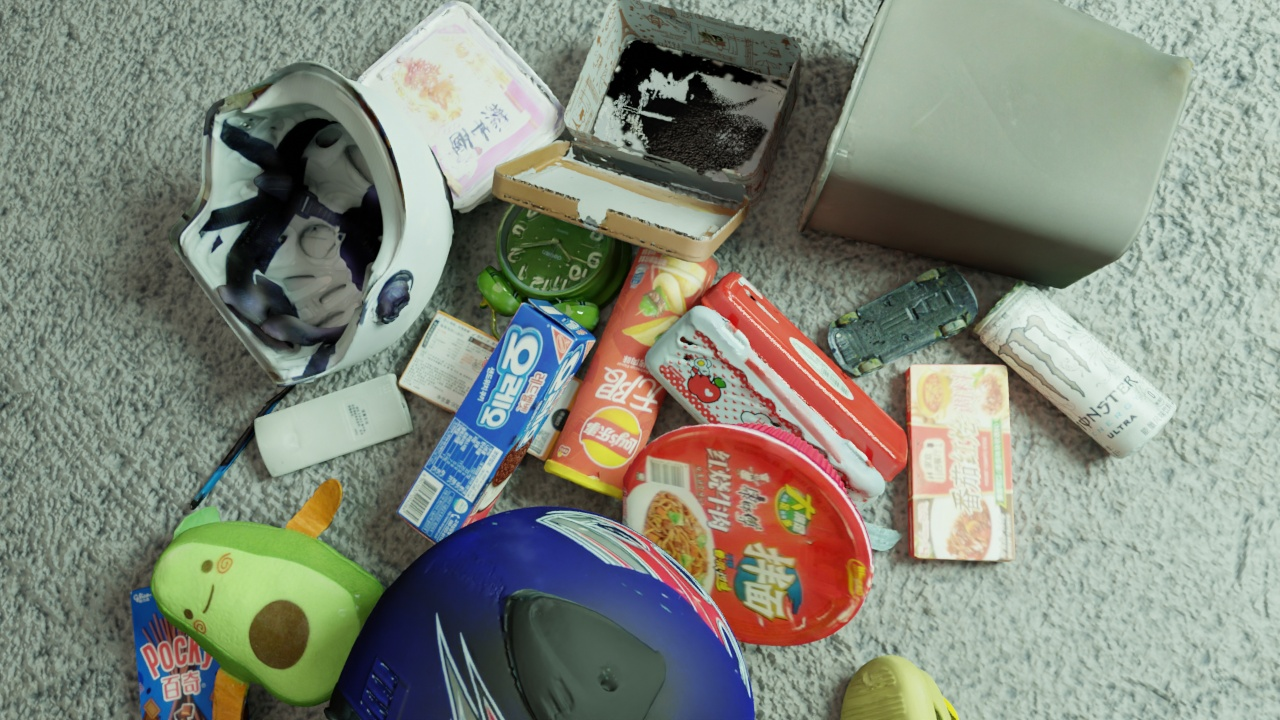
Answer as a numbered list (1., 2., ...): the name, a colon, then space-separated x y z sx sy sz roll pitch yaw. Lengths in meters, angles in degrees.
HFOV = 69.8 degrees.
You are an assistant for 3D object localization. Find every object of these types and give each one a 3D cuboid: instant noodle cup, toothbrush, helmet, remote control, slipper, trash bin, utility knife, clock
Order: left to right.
1. toothbrush: -0.349 0.057 0.830 0.016 0.014 0.189 36 87 15
2. remote control: -0.271 0.058 0.809 0.135 0.019 0.056 -19 89 5
3. helmet: -0.247 -0.112 0.765 0.229 0.145 0.259 43 115 16
4. instant noodle cup: -0.157 -0.222 0.832 0.138 0.060 0.173 -41 76 -1
5. clock: -0.075 -0.081 0.791 0.116 0.056 0.161 20 83 14
6. helmet: -0.039 0.246 0.628 0.239 0.248 0.315 -41 81 -23
7. instant noodle cup: 0.082 0.117 0.683 0.194 0.065 0.194 14 123 22
8. utility knife: 0.112 0.122 0.743 0.195 0.020 0.031 14 87 7
9. slipper: 0.206 0.311 0.660 0.081 0.092 0.190 5 64 -30
10. trash bin: 0.256 -0.169 0.695 0.220 0.198 0.199 20 84 5

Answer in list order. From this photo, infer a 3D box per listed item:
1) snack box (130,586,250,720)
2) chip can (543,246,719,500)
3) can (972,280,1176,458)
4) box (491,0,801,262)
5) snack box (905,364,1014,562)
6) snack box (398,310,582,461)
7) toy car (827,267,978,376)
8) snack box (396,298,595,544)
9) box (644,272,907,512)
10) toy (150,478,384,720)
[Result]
1. snack box: -0.385 0.265 0.785 0.084 0.026 0.157 -15 77 6
2. chip can: -0.004 0.004 0.754 0.073 0.073 0.216 22 82 13
3. can: 0.331 0.006 0.705 0.058 0.058 0.146 -45 76 -2
4. box: 0.015 -0.178 0.757 0.179 0.131 0.271 19 56 13
5. snack box: 0.249 0.079 0.721 0.075 0.025 0.152 1 79 9
6. snack box: -0.127 0.022 0.794 0.154 0.026 0.075 26 84 14
7. toy car: 0.212 -0.030 0.745 0.121 0.036 0.054 -27 76 13
8. snack box: -0.116 0.051 0.739 0.057 0.058 0.208 34 100 11
9. box: 0.103 0.036 0.715 0.201 0.095 0.102 44 112 0
10. toy: -0.285 0.206 0.745 0.247 0.090 0.226 23 80 2
